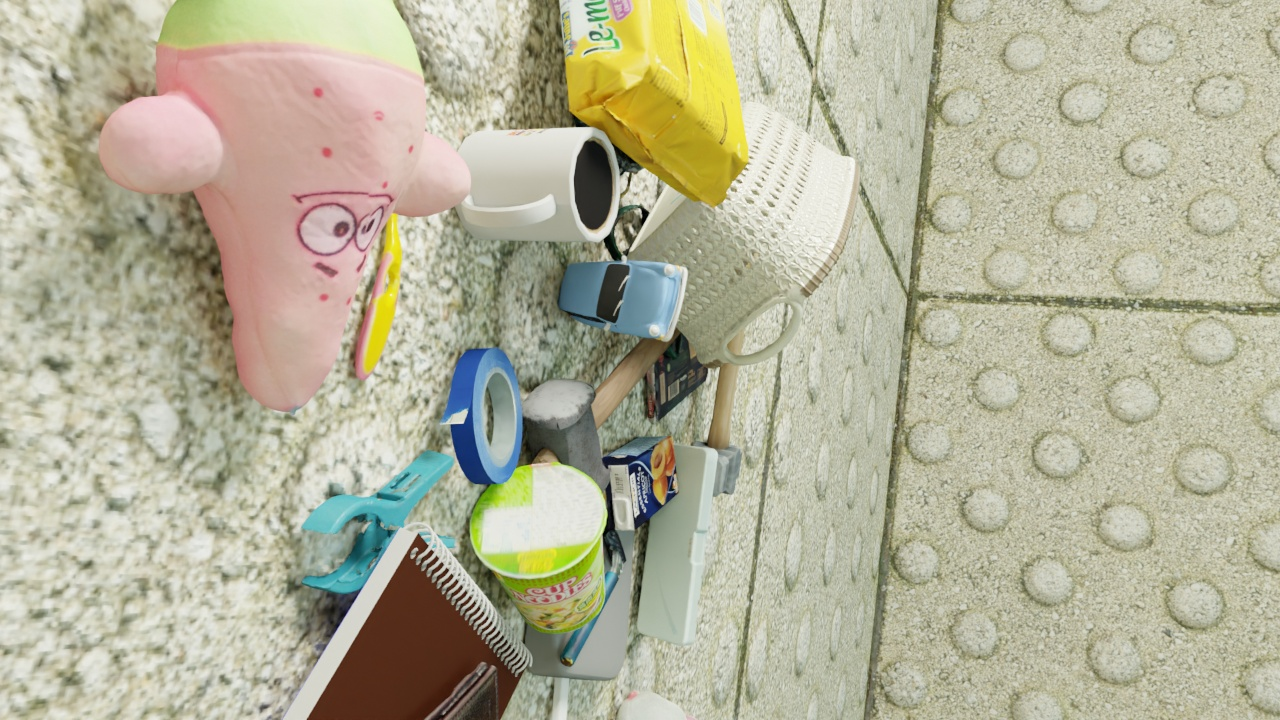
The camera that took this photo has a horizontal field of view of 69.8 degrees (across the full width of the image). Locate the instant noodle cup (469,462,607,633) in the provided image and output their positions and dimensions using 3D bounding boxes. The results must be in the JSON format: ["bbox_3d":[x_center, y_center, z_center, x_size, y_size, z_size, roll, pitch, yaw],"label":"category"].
[{"bbox_3d":[-0.067,0.148,0.685,0.108,0.099,0.098,81,26,-44],"label":"instant noodle cup"}]

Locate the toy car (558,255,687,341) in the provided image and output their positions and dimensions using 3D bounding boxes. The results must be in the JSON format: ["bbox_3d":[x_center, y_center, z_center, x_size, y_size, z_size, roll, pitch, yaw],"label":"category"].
[{"bbox_3d":[-0.017,-0.050,0.714,0.054,0.153,0.056,14,90,-29],"label":"toy car"}]

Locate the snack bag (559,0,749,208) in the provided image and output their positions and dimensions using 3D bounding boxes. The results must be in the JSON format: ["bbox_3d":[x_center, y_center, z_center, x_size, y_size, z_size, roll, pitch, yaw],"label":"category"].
[{"bbox_3d":[0.012,-0.242,0.693,0.159,0.068,0.246,27,49,-48],"label":"snack bag"}]

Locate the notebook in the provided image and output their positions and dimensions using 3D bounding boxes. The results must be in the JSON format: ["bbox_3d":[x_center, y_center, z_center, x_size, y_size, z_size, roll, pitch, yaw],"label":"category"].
[{"bbox_3d":[-0.142,0.221,0.575,0.171,0.022,0.209,-63,152,-31],"label":"notebook"}]

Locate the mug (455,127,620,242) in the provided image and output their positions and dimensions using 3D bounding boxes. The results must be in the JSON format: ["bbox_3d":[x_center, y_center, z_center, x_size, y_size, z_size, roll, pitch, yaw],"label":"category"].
[{"bbox_3d":[-0.075,-0.112,0.613,0.105,0.090,0.073,-50,138,-53],"label":"mug"}]

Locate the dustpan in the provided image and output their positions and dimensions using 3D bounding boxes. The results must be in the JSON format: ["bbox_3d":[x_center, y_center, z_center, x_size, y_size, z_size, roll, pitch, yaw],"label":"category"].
[{"bbox_3d":[-0.055,0.244,0.807,0.163,0.033,0.257,44,45,-61],"label":"dustpan"}]

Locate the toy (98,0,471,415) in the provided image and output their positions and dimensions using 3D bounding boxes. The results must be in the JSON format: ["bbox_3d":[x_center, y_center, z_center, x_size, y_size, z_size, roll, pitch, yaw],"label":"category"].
[{"bbox_3d":[-0.160,-0.088,0.426,0.191,0.097,0.237,-13,114,-57],"label":"toy"}]

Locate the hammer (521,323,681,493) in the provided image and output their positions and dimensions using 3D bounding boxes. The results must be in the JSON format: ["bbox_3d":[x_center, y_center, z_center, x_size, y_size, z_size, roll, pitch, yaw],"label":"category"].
[{"bbox_3d":[-0.005,0.005,0.822,0.327,0.052,0.098,-48,138,-49],"label":"hammer"}]

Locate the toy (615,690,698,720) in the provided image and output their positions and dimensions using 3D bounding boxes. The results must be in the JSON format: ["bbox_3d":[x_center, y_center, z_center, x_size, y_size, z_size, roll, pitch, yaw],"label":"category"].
[{"bbox_3d":[-0.005,0.382,0.896,0.205,0.131,0.105,12,52,-58],"label":"toy"}]

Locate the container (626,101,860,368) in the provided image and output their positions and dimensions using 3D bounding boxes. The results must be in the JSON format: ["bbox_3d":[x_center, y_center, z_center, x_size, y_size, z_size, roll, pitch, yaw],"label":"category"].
[{"bbox_3d":[0.094,-0.121,0.837,0.143,0.185,0.245,39,38,-12],"label":"container"}]

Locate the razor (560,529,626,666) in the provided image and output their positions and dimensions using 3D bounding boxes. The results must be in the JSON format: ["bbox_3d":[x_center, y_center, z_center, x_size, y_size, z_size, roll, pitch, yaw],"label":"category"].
[{"bbox_3d":[-0.036,0.203,0.783,0.143,0.022,0.042,-62,141,-55],"label":"razor"}]

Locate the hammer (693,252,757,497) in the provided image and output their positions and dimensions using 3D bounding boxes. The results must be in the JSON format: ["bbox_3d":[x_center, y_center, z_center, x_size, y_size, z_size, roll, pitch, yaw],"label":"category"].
[{"bbox_3d":[0.104,-0.006,1.049,0.117,0.051,0.323,-7,106,-74],"label":"hammer"}]

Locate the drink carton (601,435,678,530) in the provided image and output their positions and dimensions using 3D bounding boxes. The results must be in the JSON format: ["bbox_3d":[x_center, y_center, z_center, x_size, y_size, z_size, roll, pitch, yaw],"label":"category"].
[{"bbox_3d":[-0.004,0.112,0.861,0.129,0.040,0.064,-20,104,-68],"label":"drink carton"}]

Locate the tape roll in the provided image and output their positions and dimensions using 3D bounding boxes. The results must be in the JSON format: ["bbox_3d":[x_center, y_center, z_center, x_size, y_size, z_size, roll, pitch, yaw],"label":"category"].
[{"bbox_3d":[-0.106,0.039,0.637,0.093,0.016,0.091,74,18,-44],"label":"tape roll"}]

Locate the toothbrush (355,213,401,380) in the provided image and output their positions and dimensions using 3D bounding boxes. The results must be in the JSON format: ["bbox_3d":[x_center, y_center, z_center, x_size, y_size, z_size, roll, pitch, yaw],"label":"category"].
[{"bbox_3d":[-0.150,-0.054,0.544,0.021,0.016,0.135,33,64,-69],"label":"toothbrush"}]

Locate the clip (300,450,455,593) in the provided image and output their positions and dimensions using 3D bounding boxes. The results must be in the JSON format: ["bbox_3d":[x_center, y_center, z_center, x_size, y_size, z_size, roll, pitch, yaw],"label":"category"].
[{"bbox_3d":[-0.155,0.115,0.556,0.126,0.028,0.113,3,90,-67],"label":"clip"}]

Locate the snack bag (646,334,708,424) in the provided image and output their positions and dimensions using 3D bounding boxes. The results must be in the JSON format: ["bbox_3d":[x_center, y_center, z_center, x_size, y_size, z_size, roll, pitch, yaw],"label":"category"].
[{"bbox_3d":[0.042,0.008,0.992,0.154,0.018,0.075,-33,124,-62],"label":"snack bag"}]

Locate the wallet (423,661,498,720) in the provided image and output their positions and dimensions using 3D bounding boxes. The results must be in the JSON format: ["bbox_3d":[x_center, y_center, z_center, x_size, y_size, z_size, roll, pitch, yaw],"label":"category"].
[{"bbox_3d":[-0.121,0.269,0.586,0.099,0.031,0.120,-35,132,-60],"label":"wallet"}]

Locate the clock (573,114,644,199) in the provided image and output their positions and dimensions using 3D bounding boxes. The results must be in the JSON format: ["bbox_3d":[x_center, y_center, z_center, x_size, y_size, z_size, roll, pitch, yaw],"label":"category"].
[{"bbox_3d":[-0.017,-0.202,0.778,0.090,0.052,0.129,-35,125,-61],"label":"clock"}]

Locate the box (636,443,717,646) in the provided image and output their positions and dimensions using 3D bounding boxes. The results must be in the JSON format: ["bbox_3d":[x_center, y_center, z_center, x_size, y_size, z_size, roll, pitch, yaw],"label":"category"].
[{"bbox_3d":[0.038,0.185,0.956,0.125,0.075,0.197,47,50,-84],"label":"box"}]

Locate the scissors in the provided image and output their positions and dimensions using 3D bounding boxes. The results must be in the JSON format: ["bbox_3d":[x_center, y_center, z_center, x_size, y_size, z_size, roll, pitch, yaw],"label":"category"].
[{"bbox_3d":[0.009,-0.104,0.895,0.203,0.015,0.201,6,81,-65],"label":"scissors"}]
